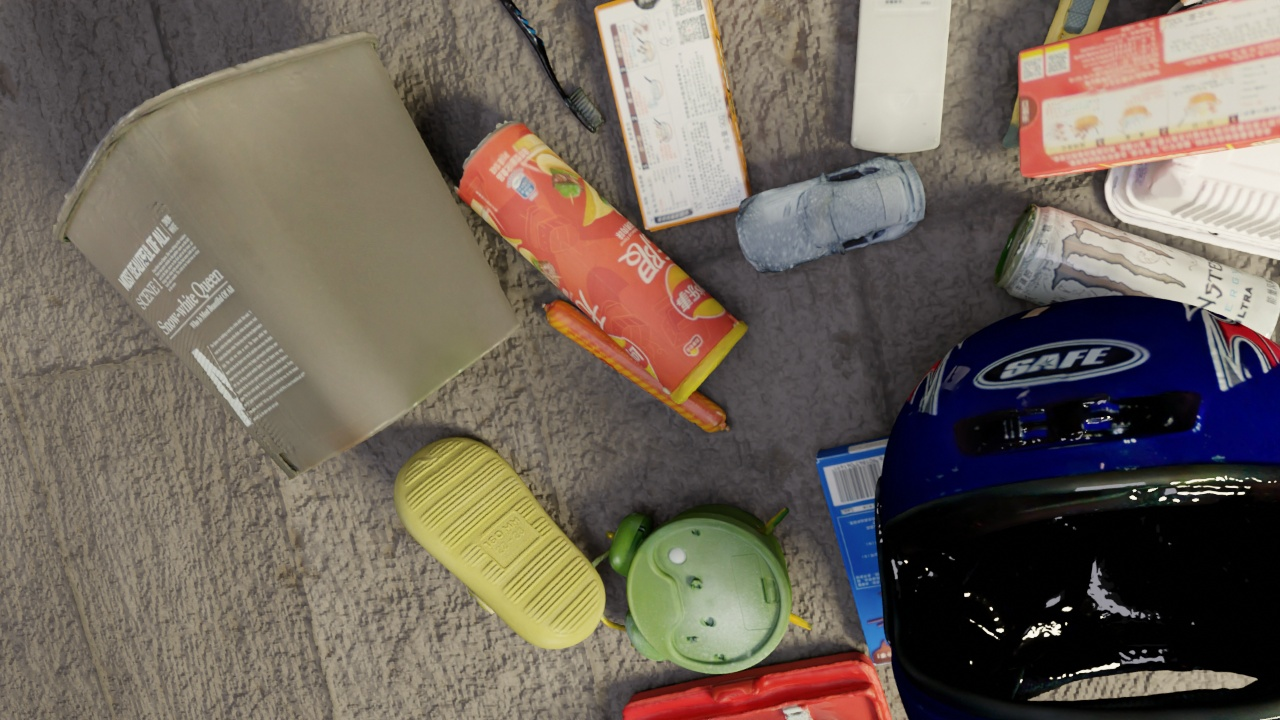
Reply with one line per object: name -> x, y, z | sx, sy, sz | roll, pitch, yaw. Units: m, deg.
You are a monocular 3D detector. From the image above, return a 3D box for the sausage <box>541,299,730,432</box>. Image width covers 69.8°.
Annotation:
sausage -> -0.004, 0.004, 0.663 | 0.165, 0.021, 0.021 | 35, 108, 6

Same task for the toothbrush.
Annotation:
toothbrush -> -0.083, -0.239, 0.639 | 0.016, 0.014, 0.189 | -34, 90, 17

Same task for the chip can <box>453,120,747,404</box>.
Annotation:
chip can -> -0.027, -0.069, 0.629 | 0.216, 0.073, 0.073 | 44, 108, 4

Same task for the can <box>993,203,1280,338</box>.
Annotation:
can -> 0.296, -0.045, 0.554 | 0.147, 0.058, 0.058 | 22, 106, 10

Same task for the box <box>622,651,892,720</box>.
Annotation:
box -> 0.080, 0.286, 0.657 | 0.202, 0.101, 0.095 | -17, 97, 17

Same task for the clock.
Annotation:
clock -> 0.036, 0.163, 0.667 | 0.161, 0.056, 0.116 | -10, 98, 17

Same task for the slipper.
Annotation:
slipper -> -0.110, 0.144, 0.684 | 0.190, 0.091, 0.082 | 42, 139, 17

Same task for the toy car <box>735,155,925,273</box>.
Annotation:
toy car -> 0.122, -0.094, 0.593 | 0.121, 0.036, 0.054 | -16, 98, 3

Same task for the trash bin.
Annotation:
trash bin -> -0.219, -0.060, 0.609 | 0.200, 0.198, 0.220 | -24, 102, 43

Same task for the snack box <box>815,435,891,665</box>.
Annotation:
snack box -> 0.183, 0.130, 0.636 | 0.085, 0.026, 0.157 | -14, 97, 17

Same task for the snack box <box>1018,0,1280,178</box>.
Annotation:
snack box -> 0.287, -0.148, 0.500 | 0.153, 0.025, 0.075 | -2, 91, 44

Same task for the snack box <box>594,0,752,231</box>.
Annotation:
snack box -> 0.024, -0.170, 0.617 | 0.075, 0.026, 0.154 | -11, 99, 16

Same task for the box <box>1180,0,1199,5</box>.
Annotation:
box -> 0.353, -0.305, 0.468 | 0.272, 0.130, 0.179 | -24, 94, -11

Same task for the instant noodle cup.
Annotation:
instant noodle cup -> 0.373, -0.127, 0.517 | 0.173, 0.060, 0.138 | 16, 105, 13

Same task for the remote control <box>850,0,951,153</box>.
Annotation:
remote control -> 0.164, -0.200, 0.577 | 0.056, 0.019, 0.135 | 3, 102, 14

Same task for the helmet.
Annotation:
helmet -> 0.236, 0.088, 0.464 | 0.248, 0.314, 0.240 | -14, 88, 29

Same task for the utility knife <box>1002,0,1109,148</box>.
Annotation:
utility knife -> 0.266, -0.222, 0.551 | 0.031, 0.020, 0.195 | 18, 101, 7
